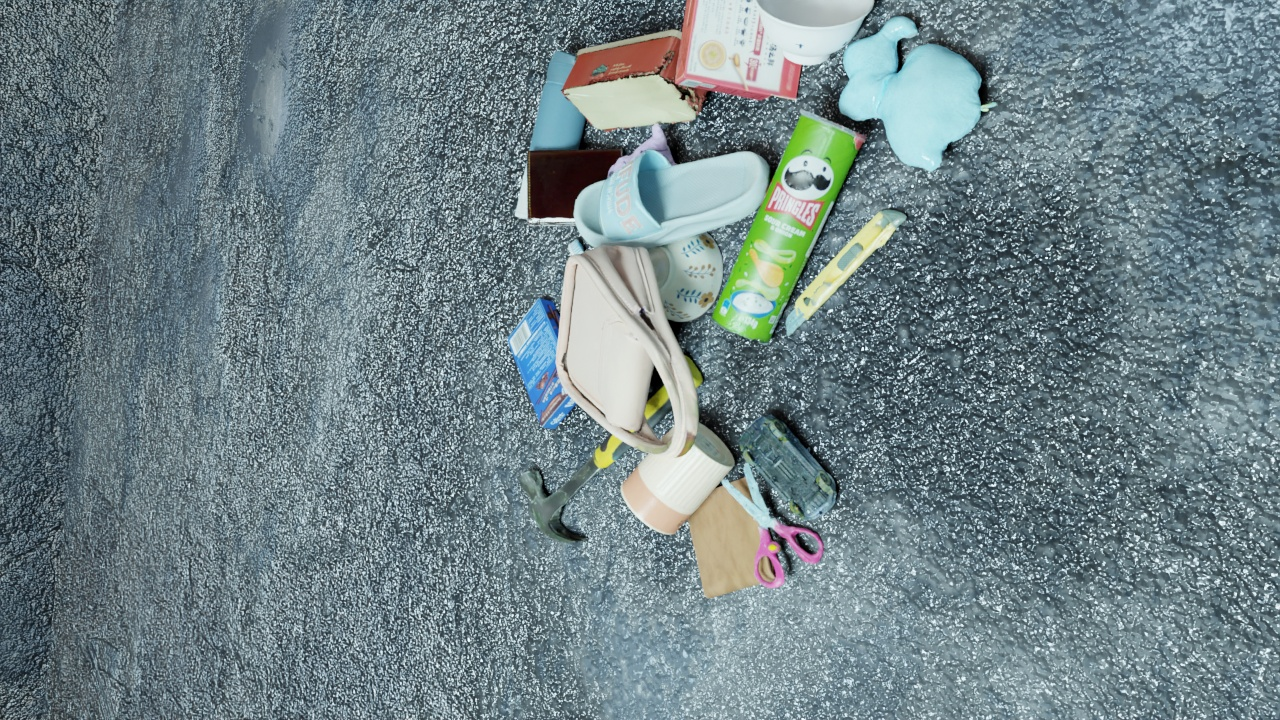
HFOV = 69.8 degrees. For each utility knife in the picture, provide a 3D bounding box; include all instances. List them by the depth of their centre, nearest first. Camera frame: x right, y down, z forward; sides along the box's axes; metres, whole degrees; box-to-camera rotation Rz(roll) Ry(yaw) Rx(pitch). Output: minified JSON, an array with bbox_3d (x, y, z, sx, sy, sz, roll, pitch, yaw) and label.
[{"bbox_3d":[0.205,-0.090,0.940,0.174,0.019,0.031,-53,51,32],"label":"utility knife"}]

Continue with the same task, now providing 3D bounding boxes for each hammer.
[{"bbox_3d":[-0.035,0.113,1.131,0.324,0.031,0.126,-45,61,30],"label":"hammer"}]

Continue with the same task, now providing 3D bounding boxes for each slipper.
[{"bbox_3d":[0.024,-0.185,1.015,0.246,0.074,0.103,-7,58,31],"label":"slipper"}]

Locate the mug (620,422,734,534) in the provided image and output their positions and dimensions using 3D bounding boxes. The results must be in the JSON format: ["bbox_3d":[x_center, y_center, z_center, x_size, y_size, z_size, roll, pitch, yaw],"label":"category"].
[{"bbox_3d":[0.040,0.120,1.034,0.106,0.081,0.114,-50,22,18],"label":"mug"}]

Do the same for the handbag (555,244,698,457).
[{"bbox_3d":[-0.006,0.006,0.981,0.234,0.093,0.194,55,148,43],"label":"handbag"}]

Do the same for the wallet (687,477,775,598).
[{"bbox_3d":[0.099,0.197,1.017,0.101,0.020,0.115,-27,68,39],"label":"wallet"}]

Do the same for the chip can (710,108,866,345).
[{"bbox_3d":[0.150,-0.134,0.948,0.072,0.072,0.236,36,112,37],"label":"chip can"}]

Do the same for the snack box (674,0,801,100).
[{"bbox_3d":[0.109,-0.344,0.983,0.044,0.127,0.113,-149,68,-76],"label":"snack box"}]

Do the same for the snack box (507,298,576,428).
[{"bbox_3d":[-0.122,0.003,1.201,0.085,0.026,0.157,-49,50,30],"label":"snack box"}]

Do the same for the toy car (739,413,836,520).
[{"bbox_3d":[0.156,0.110,0.959,0.120,0.036,0.054,50,119,19],"label":"toy car"}]

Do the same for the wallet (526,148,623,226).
[{"bbox_3d":[-0.082,-0.216,1.151,0.122,0.020,0.096,0,93,5],"label":"wallet"}]

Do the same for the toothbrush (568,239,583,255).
[{"bbox_3d":[-0.053,-0.056,1.156,0.026,0.026,0.221,-29,68,23],"label":"toothbrush"}]

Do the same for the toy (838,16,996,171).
[{"bbox_3d":[0.258,-0.255,0.871,0.156,0.049,0.161,4,83,42],"label":"toy"}]

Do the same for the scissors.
[{"bbox_3d":[0.140,0.166,0.967,0.096,0.017,0.137,-20,74,13],"label":"scissors"}]

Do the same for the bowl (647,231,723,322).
[{"bbox_3d":[0.033,-0.103,1.059,0.114,0.062,0.113,-4,84,42],"label":"bowl"}]

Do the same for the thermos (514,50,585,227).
[{"bbox_3d":[-0.109,-0.286,1.191,0.070,0.070,0.220,22,102,40],"label":"thermos"}]

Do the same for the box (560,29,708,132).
[{"bbox_3d":[-0.007,-0.315,1.072,0.169,0.091,0.079,6,68,42],"label":"box"}]

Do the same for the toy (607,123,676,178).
[{"bbox_3d":[0.005,-0.223,1.102,0.108,0.038,0.084,-27,97,38],"label":"toy"}]

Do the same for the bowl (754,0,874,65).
[{"bbox_3d":[0.172,-0.341,0.931,0.118,0.118,0.065,48,156,32],"label":"bowl"}]
